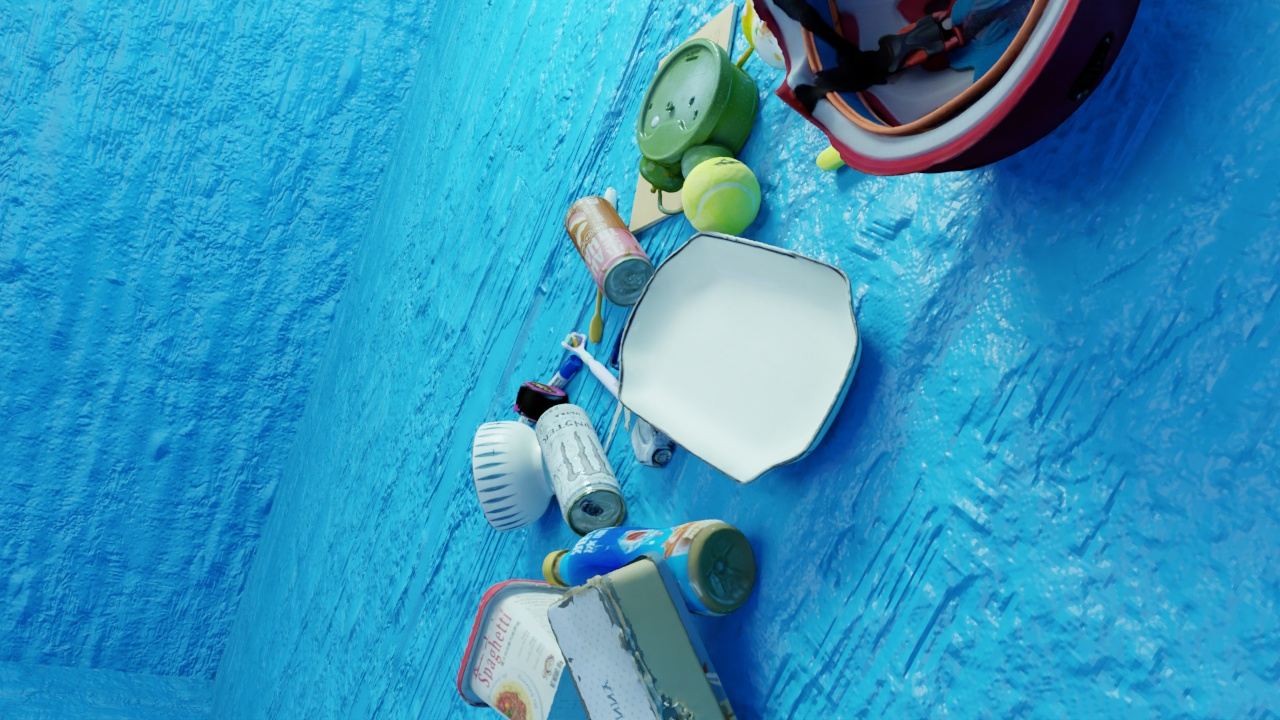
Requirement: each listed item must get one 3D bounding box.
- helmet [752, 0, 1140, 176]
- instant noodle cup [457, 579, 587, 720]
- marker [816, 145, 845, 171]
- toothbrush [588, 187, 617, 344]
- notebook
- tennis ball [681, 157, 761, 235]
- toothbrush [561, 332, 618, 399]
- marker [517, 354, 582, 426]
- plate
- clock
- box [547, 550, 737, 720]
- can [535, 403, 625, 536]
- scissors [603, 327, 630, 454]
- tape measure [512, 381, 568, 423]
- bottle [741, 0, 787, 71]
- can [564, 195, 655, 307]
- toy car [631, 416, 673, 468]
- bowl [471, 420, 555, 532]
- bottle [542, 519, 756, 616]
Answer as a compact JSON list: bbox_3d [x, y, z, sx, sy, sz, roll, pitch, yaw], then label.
[{"bbox_3d":[0.180,-0.204,0.498,0.208,0.143,0.239,-42,54,48],"label":"helmet"},{"bbox_3d":[-0.076,0.259,0.775,0.124,0.116,0.116,20,93,52],"label":"instant noodle cup"},{"bbox_3d":[0.169,-0.160,0.633,0.124,0.015,0.018,-24,56,54],"label":"marker"},{"bbox_3d":[-0.042,-0.106,1.011,0.018,0.016,0.191,141,137,-62],"label":"toothbrush"},{"bbox_3d":[0.041,-0.240,0.932,0.148,0.008,0.207,-14,64,60],"label":"notebook"},{"bbox_3d":[0.067,-0.134,0.757,0.066,0.065,0.065,-40,42,48],"label":"tennis ball"},{"bbox_3d":[-0.040,0.010,0.940,0.189,0.029,0.021,43,154,59],"label":"toothbrush"},{"bbox_3d":[-0.107,0.040,1.053,0.146,0.017,0.016,-48,36,42],"label":"marker"},{"bbox_3d":[0.070,-0.007,0.686,0.266,0.034,0.162,28,94,57],"label":"plate"},{"bbox_3d":[0.048,-0.210,0.832,0.116,0.056,0.161,11,84,57],"label":"clock"},{"bbox_3d":[0.003,0.216,0.612,0.090,0.061,0.184,-39,68,47],"label":"box"},{"bbox_3d":[-0.059,0.102,0.878,0.058,0.058,0.146,-63,28,20],"label":"can"},{"bbox_3d":[-0.012,0.009,0.857,0.163,0.012,0.161,-65,18,-6],"label":"scissors"},{"bbox_3d":[-0.109,0.048,1.007,0.058,0.057,0.039,-99,27,-83],"label":"tape measure"},{"bbox_3d":[0.122,-0.259,0.724,0.063,0.063,0.108,-59,30,28],"label":"bottle"},{"bbox_3d":[-0.033,-0.114,0.939,0.058,0.057,0.147,-62,33,23],"label":"can"},{"bbox_3d":[0.018,0.043,0.792,0.106,0.031,0.049,-68,26,13],"label":"toy car"},{"bbox_3d":[-0.124,0.117,0.964,0.066,0.116,0.116,-12,55,11],"label":"bowl"},{"bbox_3d":[-0.006,0.160,0.707,0.219,0.065,0.065,-17,60,52],"label":"bottle"}]
